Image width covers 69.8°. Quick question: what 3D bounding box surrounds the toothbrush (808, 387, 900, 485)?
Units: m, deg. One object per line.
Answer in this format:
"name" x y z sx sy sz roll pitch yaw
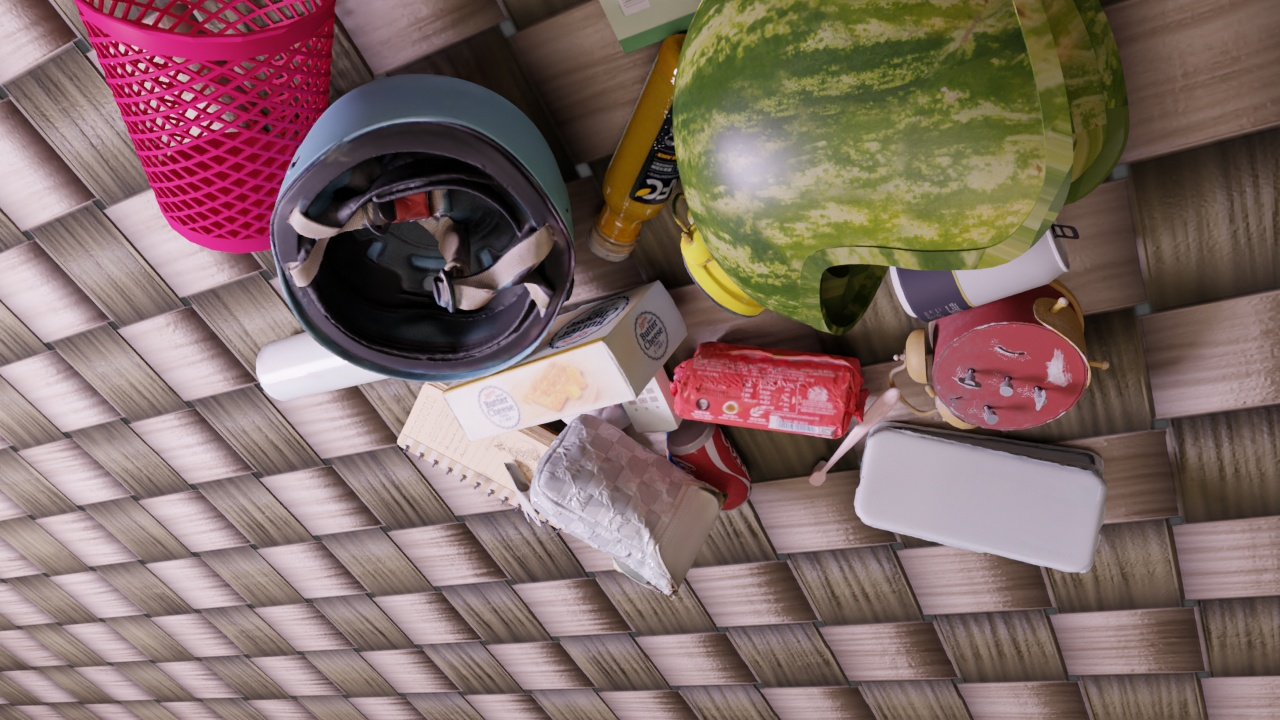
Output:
"toothbrush" 0.193 0.070 0.833 0.016 0.018 0.182 27 146 3

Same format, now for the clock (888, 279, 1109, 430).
"clock" 0.275 0.005 0.730 0.159 0.081 0.117 -27 118 35

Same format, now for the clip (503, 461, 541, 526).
"clip" -0.112 0.148 0.981 0.054 0.038 0.102 29 149 32

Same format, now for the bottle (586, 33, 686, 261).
"bottle" 0.007 -0.153 0.697 0.053 0.053 0.187 26 133 -5

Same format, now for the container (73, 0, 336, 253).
"container" -0.313 -0.203 0.691 0.183 0.182 0.226 20 141 0

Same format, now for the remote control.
"remote control" -0.005 0.005 0.855 0.050 0.024 0.143 -9 116 37

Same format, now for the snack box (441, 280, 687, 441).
"snack box" -0.070 0.003 0.805 0.208 0.104 0.057 -17 113 39

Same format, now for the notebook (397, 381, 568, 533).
"notebook" -0.144 0.106 0.981 0.225 0.024 0.168 30 142 -8

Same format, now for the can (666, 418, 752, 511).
"can" 0.069 0.102 0.904 0.054 0.053 0.096 -16 123 30

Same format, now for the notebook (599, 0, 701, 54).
"notebook" 0.059 -0.313 0.569 0.253 0.010 0.182 -12 126 27

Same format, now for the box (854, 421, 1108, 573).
"box" 0.297 0.125 0.813 0.216 0.109 0.108 6 128 12

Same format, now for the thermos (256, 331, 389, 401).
"thermos" -0.279 -0.009 0.913 0.231 0.067 0.068 -12 125 27

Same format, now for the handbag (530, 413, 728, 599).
"handbag" -0.020 0.135 0.871 0.171 0.112 0.124 34 153 -3

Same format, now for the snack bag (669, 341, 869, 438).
"snack bag" 0.111 0.023 0.804 0.176 0.082 0.082 6 132 13

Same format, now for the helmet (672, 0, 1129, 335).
"helmet" 0.133 -0.147 0.548 0.248 0.212 0.243 -20 98 41

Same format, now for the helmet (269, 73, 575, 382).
"helmet" -0.160 -0.103 0.717 0.225 0.166 0.266 9 135 -12

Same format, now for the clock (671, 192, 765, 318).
"clock" 0.069 -0.087 0.717 0.118 0.083 0.057 33 127 -15

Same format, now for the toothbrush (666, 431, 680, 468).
"toothbrush" 0.035 0.094 0.933 0.022 0.017 0.135 -1 130 21

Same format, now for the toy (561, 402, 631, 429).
"toy" -0.045 0.054 0.909 0.076 0.037 0.126 11 143 9

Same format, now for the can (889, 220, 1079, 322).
"can" 0.254 -0.076 0.676 0.128 0.064 0.064 -20 122 32
